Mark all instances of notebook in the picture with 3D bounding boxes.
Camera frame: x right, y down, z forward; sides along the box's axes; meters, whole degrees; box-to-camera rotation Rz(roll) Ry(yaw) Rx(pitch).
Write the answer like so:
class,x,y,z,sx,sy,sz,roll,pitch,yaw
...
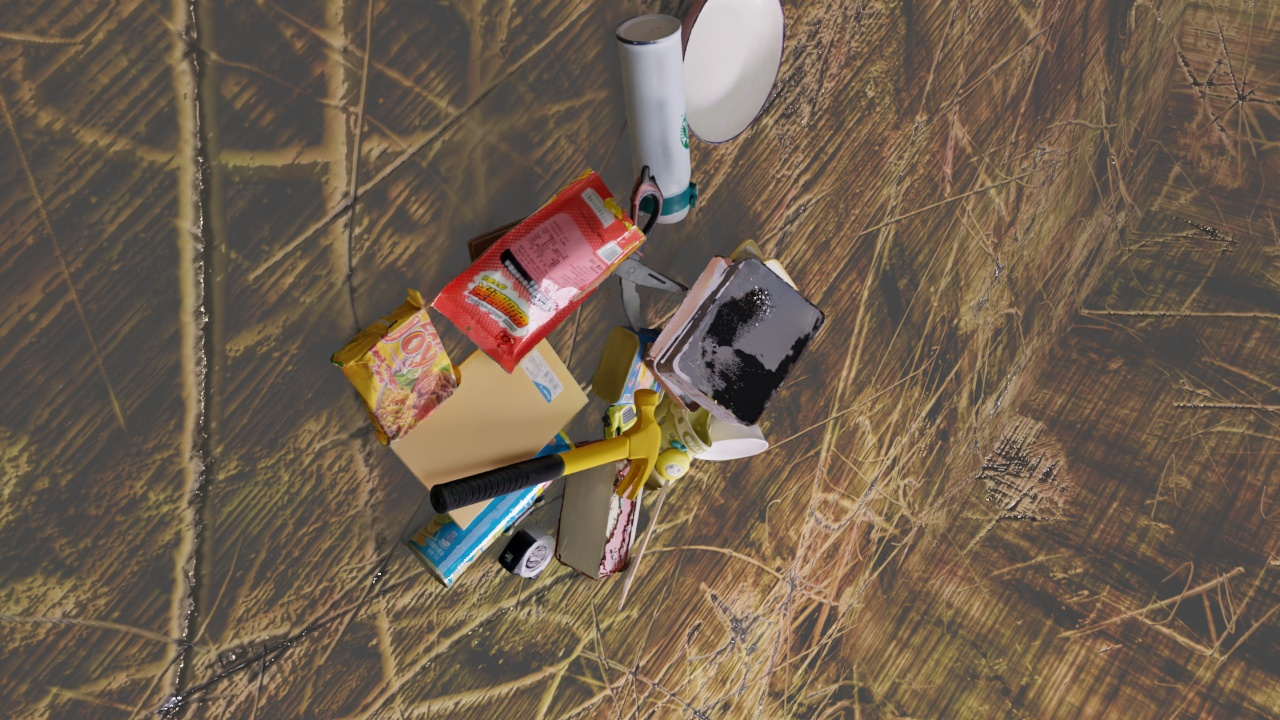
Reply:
class,x,y,z,sx,sy,sz,roll,pitch,yaw
notebook,-0.160,0.062,0.992,0.205,0.010,0.146,-46,121,-22
notebook,0.002,0.267,1.307,0.208,0.008,0.147,100,12,-64

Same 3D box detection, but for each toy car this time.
class,x,y,z,sx,sy,sz,roll,pitch,yaw
toy car,-0.024,0.097,1.229,0.048,0.032,0.105,-34,140,-36
toy car,-0.151,0.171,1.108,0.091,0.036,0.043,-45,145,-26

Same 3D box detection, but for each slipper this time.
class,x,y,z,sx,sy,sz,roll,pitch,yaw
slipper,0.058,0.099,1.284,0.091,0.082,0.190,37,81,-35

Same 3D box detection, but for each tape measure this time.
class,x,y,z,sx,sy,sz,roll,pitch,yaw
tape measure,-0.142,0.245,1.178,0.066,0.033,0.066,-55,148,-6

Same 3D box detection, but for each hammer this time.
class,x,y,z,sx,sy,sz,roll,pitch,yaw
hammer,-0.094,0.119,1.027,0.300,0.033,0.129,-12,109,-39

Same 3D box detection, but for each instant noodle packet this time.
class,x,y,z,sx,sy,sz,roll,pitch,yaw
instant noodle packet,-0.229,0.007,0.878,0.110,0.044,0.128,-47,144,-28

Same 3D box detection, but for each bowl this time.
class,x,y,z,sx,sy,sz,roll,pitch,yaw
bowl,0.132,0.107,1.405,0.118,0.118,0.064,28,51,-57

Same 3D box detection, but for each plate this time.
class,x,y,z,sx,sy,sz,roll,pitch,yaw
plate,0.094,-0.347,1.051,0.191,0.039,0.193,-32,137,-36

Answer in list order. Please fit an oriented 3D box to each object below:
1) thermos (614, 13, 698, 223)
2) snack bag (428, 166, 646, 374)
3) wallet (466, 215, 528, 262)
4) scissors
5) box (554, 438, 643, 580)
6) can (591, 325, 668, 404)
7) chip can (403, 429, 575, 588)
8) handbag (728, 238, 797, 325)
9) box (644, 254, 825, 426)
class,x,y,z,sx,sy,sz,roll,pitch,yaw
thermos,0.021,-0.252,0.994,0.073,0.073,0.225,-40,141,-30
snack bag,-0.098,-0.089,0.919,0.208,0.073,0.128,-41,131,3
wallet,-0.118,-0.100,0.950,0.115,0.020,0.101,-26,134,-22
scissors,-0.023,-0.115,1.034,0.188,0.015,0.226,-14,131,-23
box,-0.056,0.192,1.183,0.078,0.091,0.168,-7,110,-53
can,-0.007,0.007,1.163,0.083,0.057,0.102,4,111,-52
chip can,-0.167,0.158,1.045,0.209,0.071,0.071,-45,144,-23
handbag,0.130,-0.071,1.300,0.179,0.063,0.163,-45,146,3
box,0.101,-0.023,1.156,0.181,0.150,0.166,-54,-171,-10
